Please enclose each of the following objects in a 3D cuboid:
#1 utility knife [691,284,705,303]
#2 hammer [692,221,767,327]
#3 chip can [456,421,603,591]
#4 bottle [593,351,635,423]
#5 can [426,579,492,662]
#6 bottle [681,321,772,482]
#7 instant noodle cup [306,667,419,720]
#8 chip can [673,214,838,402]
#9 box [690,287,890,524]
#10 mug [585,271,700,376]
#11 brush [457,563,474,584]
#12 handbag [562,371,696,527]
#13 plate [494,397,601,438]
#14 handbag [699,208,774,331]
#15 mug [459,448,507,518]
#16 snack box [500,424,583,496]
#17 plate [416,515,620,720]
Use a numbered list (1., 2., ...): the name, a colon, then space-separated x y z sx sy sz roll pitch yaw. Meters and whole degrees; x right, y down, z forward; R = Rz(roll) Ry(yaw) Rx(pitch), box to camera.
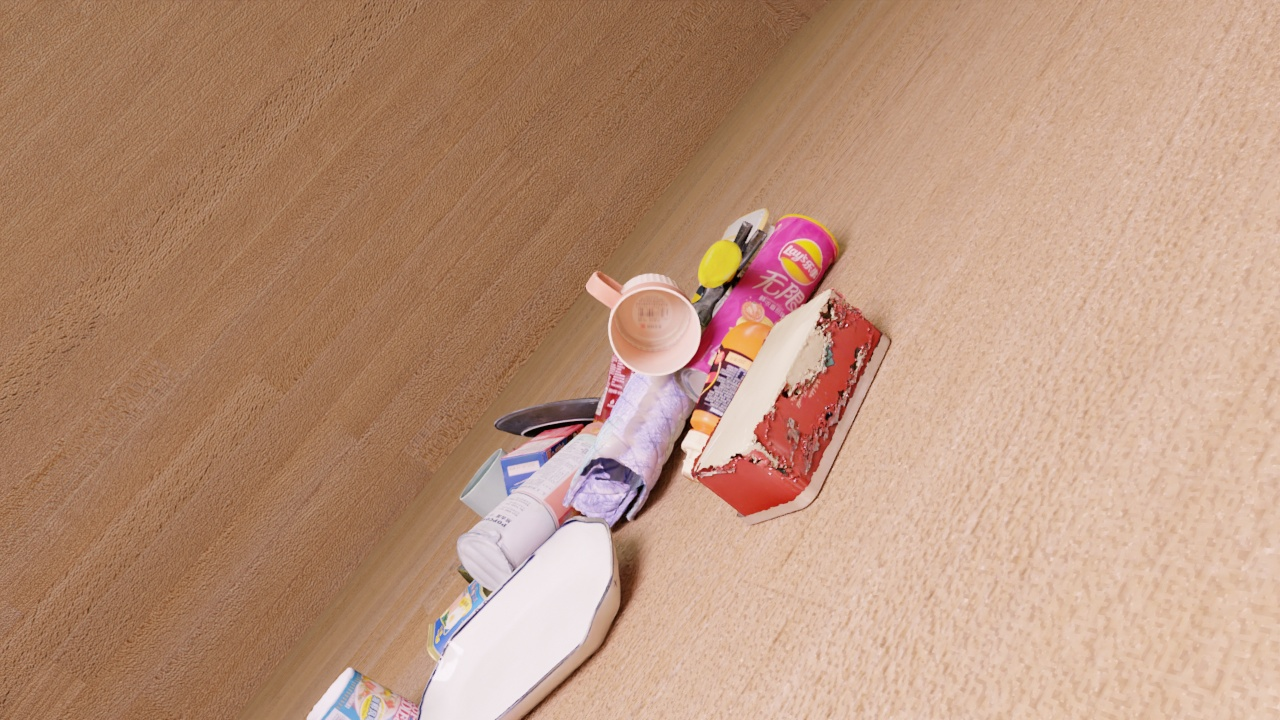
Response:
1. utility knife: 0.049 -0.021 1.172 0.168 0.015 0.033 -64 14 10
2. hammer: 0.083 -0.091 0.913 0.126 0.032 0.323 -57 -3 5
3. chip can: -0.095 0.147 0.963 0.071 0.071 0.214 -39 2 46
4. bottle: -0.006 0.006 1.059 0.057 0.057 0.175 -149 75 -80
5. can: -0.183 0.288 1.002 0.083 0.057 0.102 -48 10 -5
6. bottle: 0.078 0.039 0.800 0.149 0.066 0.067 -59 13 -15
7. instant noodle cup: -0.273 0.372 0.926 0.099 0.110 0.099 -47 11 12
8. chip can: 0.116 -0.048 0.905 0.210 0.071 0.072 -54 11 -23
9. box: 0.105 0.026 0.669 0.167 0.077 0.092 -57 12 -32
10. mug: -0.001 -0.046 0.872 0.082 0.114 0.105 -56 8 11
11. brush: -0.180 0.249 1.129 0.073 0.055 0.144 -54 11 -21
12. handbag: 0.001 0.073 0.932 0.193 0.075 0.134 -61 2 -41
13. plate: -0.108 0.084 1.247 0.179 0.024 0.179 -10 -14 -3
14. handbag: 0.112 -0.110 1.196 0.178 0.063 0.163 -54 9 -4
15. mug: -0.160 0.170 1.187 0.082 0.106 0.111 -43 12 35
16. snack box: -0.113 0.123 1.118 0.058 0.057 0.207 -10 3 10
17. plate: -0.102 0.248 0.795 0.266 0.034 0.162 -46 23 15
